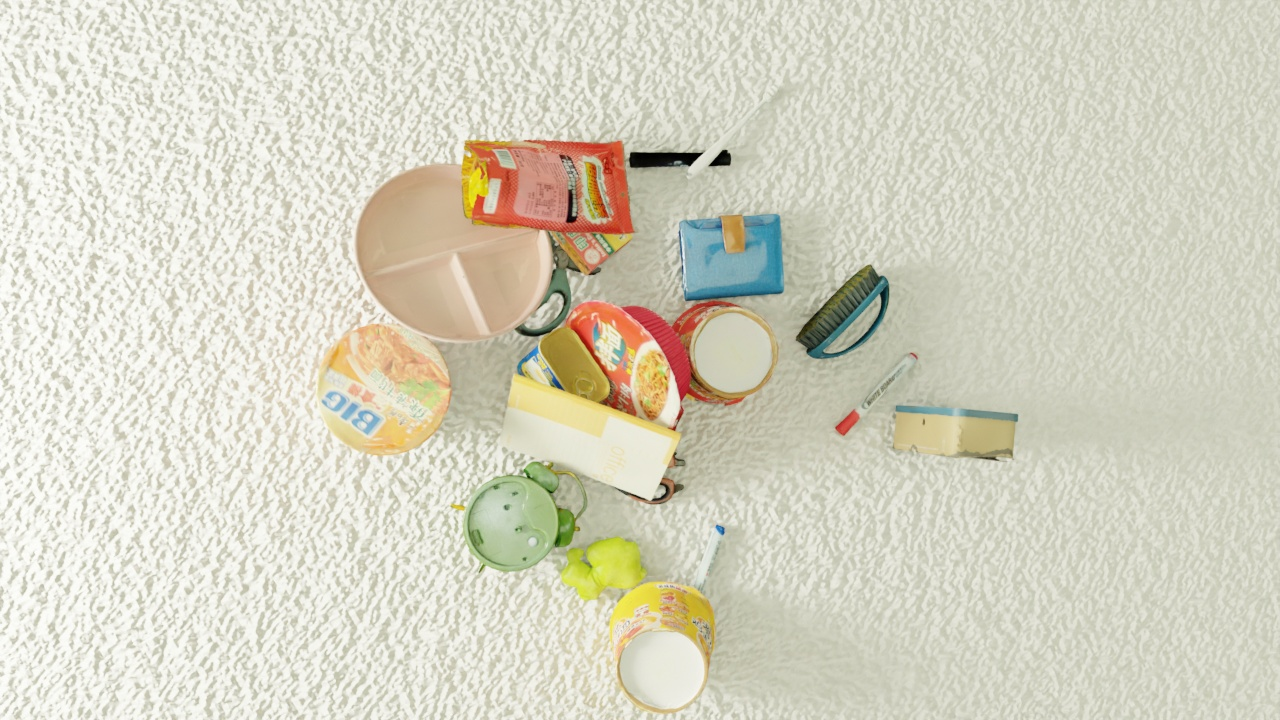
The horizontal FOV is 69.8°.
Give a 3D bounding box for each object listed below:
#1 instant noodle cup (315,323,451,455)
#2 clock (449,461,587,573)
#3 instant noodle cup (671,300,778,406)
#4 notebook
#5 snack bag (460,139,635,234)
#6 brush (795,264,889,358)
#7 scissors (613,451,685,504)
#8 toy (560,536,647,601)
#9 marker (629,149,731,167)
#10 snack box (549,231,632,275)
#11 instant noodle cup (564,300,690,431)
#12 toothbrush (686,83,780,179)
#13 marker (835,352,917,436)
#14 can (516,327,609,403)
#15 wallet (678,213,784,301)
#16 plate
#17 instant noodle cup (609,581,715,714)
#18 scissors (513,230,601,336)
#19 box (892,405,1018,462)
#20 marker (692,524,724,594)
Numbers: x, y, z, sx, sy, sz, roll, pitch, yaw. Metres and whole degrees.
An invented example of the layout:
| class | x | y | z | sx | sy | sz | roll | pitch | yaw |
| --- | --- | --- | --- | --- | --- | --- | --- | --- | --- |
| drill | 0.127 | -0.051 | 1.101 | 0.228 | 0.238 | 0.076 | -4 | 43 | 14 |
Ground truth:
| class | x | y | z | sx | sy | sz | roll | pitch | yaw |
| --- | --- | --- | --- | --- | --- | --- | --- | --- | --- |
| instant noodle cup | -0.296 | 0.033 | 1.088 | 0.151 | 0.111 | 0.151 | 0 | 89 | -7 |
| clock | -0.144 | 0.191 | 1.134 | 0.161 | 0.056 | 0.116 | -22 | 93 | -7 |
| instant noodle cup | 0.105 | -0.011 | 1.140 | 0.138 | 0.108 | 0.138 | 0 | 89 | -7 |
| notebook | -0.065 | 0.095 | 1.104 | 0.206 | 0.146 | 0.010 | 20 | 49 | 0 |
| snack bag | -0.106 | -0.208 | 1.097 | 0.207 | 0.073 | 0.128 | -3 | 75 | -26 |
| brush | 0.270 | -0.055 | 1.188 | 0.073 | 0.055 | 0.143 | 45 | 84 | -4 |
| scissors | -0.048 | 0.109 | 1.168 | 0.182 | 0.015 | 0.209 | -33 | 94 | -5 |
| toy | -0.046 | 0.260 | 1.159 | 0.096 | 0.031 | 0.100 | 44 | 89 | -8 |
| marker | 0.051 | -0.260 | 1.180 | 0.132 | 0.020 | 0.022 | -3 | 73 | -8 |
| snack box | -0.087 | -0.190 | 1.148 | 0.076 | 0.027 | 0.156 | -41 | 95 | -25 |
| instant noodle cup | -0.007 | 0.006 | 1.108 | 0.065 | 0.194 | 0.194 | -30 | 94 | -36 |
| toothbrush | 0.120 | -0.295 | 1.177 | 0.016 | 0.016 | 0.180 | 43 | 77 | 3 |
| marker | 0.313 | 0.044 | 1.213 | 0.145 | 0.017 | 0.017 | -44 | 95 | -5 |
| can | -0.096 | 0.021 | 1.119 | 0.057 | 0.083 | 0.102 | -35 | 91 | -34 |
| wallet | 0.118 | -0.134 | 1.180 | 0.133 | 0.040 | 0.106 | -5 | 95 | -8 |
| plate | -0.217 | -0.125 | 1.073 | 0.229 | 0.028 | 0.229 | 6 | 69 | -17 |
| instant noodle cup | 0.026 | 0.353 | 1.116 | 0.138 | 0.109 | 0.138 | 0 | 97 | 2 |
| scissors | -0.140 | -0.119 | 1.133 | 0.170 | 0.019 | 0.174 | 30 | 69 | -11 |
| box | 0.389 | 0.089 | 1.139 | 0.089 | 0.184 | 0.063 | 5 | 86 | -13 |
| marker | 0.079 | 0.282 | 1.182 | 0.017 | 0.017 | 0.145 | 20 | 87 | -7 |
